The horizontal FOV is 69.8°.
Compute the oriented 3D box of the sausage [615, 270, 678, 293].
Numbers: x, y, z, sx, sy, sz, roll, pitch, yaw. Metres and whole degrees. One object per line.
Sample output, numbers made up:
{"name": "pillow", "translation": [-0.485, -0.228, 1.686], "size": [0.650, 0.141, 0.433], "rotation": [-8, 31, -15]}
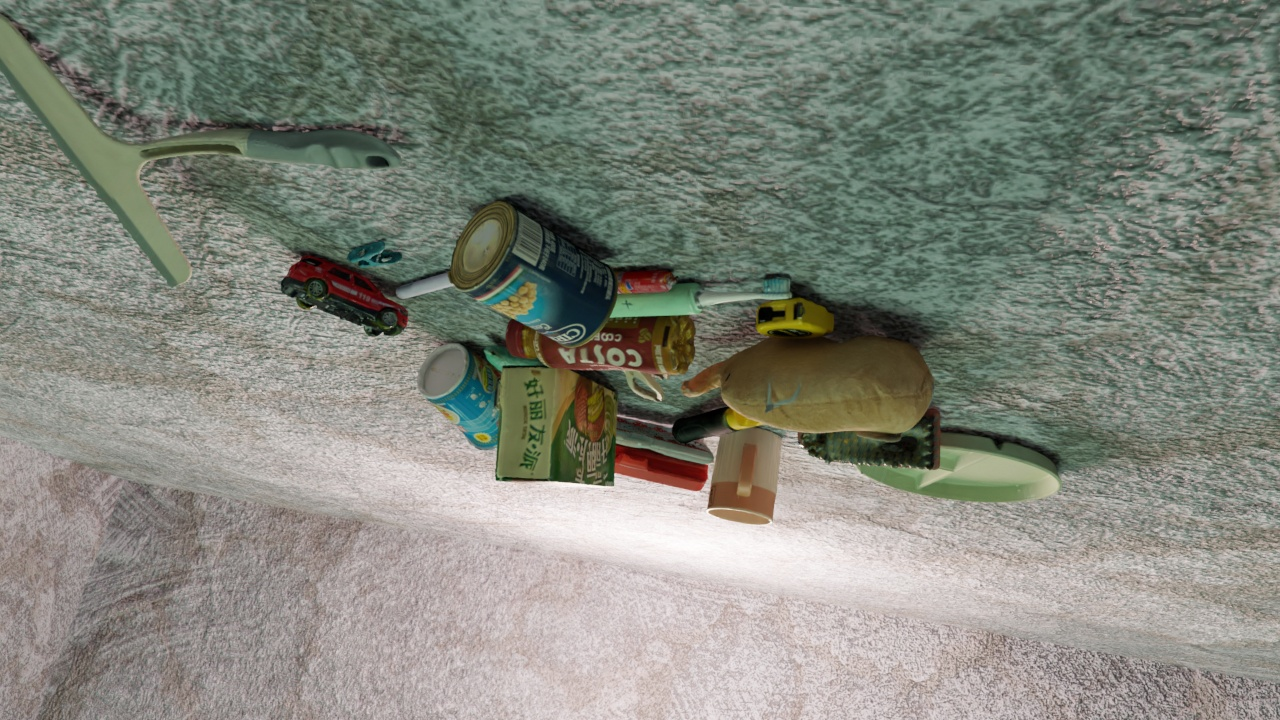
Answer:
{"name": "sausage", "translation": [-0.036, -0.064, 0.769], "size": [0.156, 0.020, 0.020], "rotation": [-1, 158, 31]}

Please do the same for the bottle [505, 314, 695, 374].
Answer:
{"name": "bottle", "translation": [-0.039, -0.019, 0.839], "size": [0.175, 0.057, 0.057], "rotation": [2, 160, 24]}

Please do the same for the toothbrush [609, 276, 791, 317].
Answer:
{"name": "toothbrush", "translation": [0.020, -0.051, 0.764], "size": [0.225, 0.027, 0.026], "rotation": [0, -169, 31]}

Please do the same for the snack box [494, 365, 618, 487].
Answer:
{"name": "snack box", "translation": [-0.083, 0.076, 0.979], "size": [0.063, 0.114, 0.240], "rotation": [0, 171, 12]}

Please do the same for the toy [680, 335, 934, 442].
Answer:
{"name": "toy", "translation": [0.132, 0.019, 0.782], "size": [0.226, 0.082, 0.143], "rotation": [2, -172, 23]}

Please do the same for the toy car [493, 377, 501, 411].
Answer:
{"name": "toy car", "translation": [-0.126, 0.040, 1.029], "size": [0.035, 0.042, 0.090], "rotation": [10, -179, 34]}

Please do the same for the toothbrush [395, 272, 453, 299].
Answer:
{"name": "toothbrush", "translation": [-0.164, -0.071, 0.822], "size": [0.190, 0.029, 0.021], "rotation": [-5, 115, 43]}

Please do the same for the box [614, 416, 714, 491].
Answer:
{"name": "box", "translation": [-0.008, 0.097, 1.151], "size": [0.201, 0.090, 0.068], "rotation": [14, 121, -5]}

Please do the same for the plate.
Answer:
{"name": "plate", "translation": [0.367, 0.125, 1.072], "size": [0.230, 0.027, 0.230], "rotation": [10, 162, 3]}

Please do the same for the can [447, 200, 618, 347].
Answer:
{"name": "can", "translation": [-0.082, -0.065, 0.705], "size": [0.075, 0.075, 0.111], "rotation": [-7, 153, 43]}

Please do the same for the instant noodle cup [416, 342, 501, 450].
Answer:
{"name": "instant noodle cup", "translation": [-0.194, 0.035, 1.046], "size": [0.099, 0.099, 0.110], "rotation": [-1, 150, 32]}

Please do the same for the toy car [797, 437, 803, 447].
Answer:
{"name": "toy car", "translation": [0.225, 0.094, 1.057], "size": [0.049, 0.031, 0.106], "rotation": [21, 160, -25]}

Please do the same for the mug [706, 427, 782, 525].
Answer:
{"name": "mug", "translation": [0.128, 0.137, 1.120], "size": [0.082, 0.105, 0.115], "rotation": [8, 161, 8]}

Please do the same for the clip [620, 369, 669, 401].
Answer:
{"name": "clip", "translation": [-0.001, 0.005, 0.935], "size": [0.064, 0.034, 0.098], "rotation": [-3, 148, 38]}

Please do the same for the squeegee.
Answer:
{"name": "squeegee", "translation": [-0.278, -0.147, 0.640], "size": [0.247, 0.039, 0.247], "rotation": [1, 142, 11]}

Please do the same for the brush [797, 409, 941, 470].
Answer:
{"name": "brush", "translation": [0.239, 0.079, 0.964], "size": [0.146, 0.063, 0.069], "rotation": [0, -169, 22]}

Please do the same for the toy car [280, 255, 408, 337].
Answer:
{"name": "toy car", "translation": [-0.279, -0.060, 0.875], "size": [0.120, 0.045, 0.053], "rotation": [28, 158, -28]}

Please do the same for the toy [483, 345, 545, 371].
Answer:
{"name": "toy", "translation": [-0.119, 0.005, 1.002], "size": [0.092, 0.030, 0.096], "rotation": [10, 170, 8]}

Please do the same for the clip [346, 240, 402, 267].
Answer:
{"name": "clip", "translation": [-0.236, -0.093, 0.808], "size": [0.056, 0.014, 0.041], "rotation": [-5, 155, 35]}

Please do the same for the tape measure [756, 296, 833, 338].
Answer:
{"name": "tape measure", "translation": [0.122, -0.036, 0.740], "size": [0.057, 0.029, 0.060], "rotation": [-5, 168, 40]}

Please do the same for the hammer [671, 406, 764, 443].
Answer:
{"name": "hammer", "translation": [0.104, 0.063, 0.993], "size": [0.128, 0.033, 0.301], "rotation": [-5, 173, -21]}
